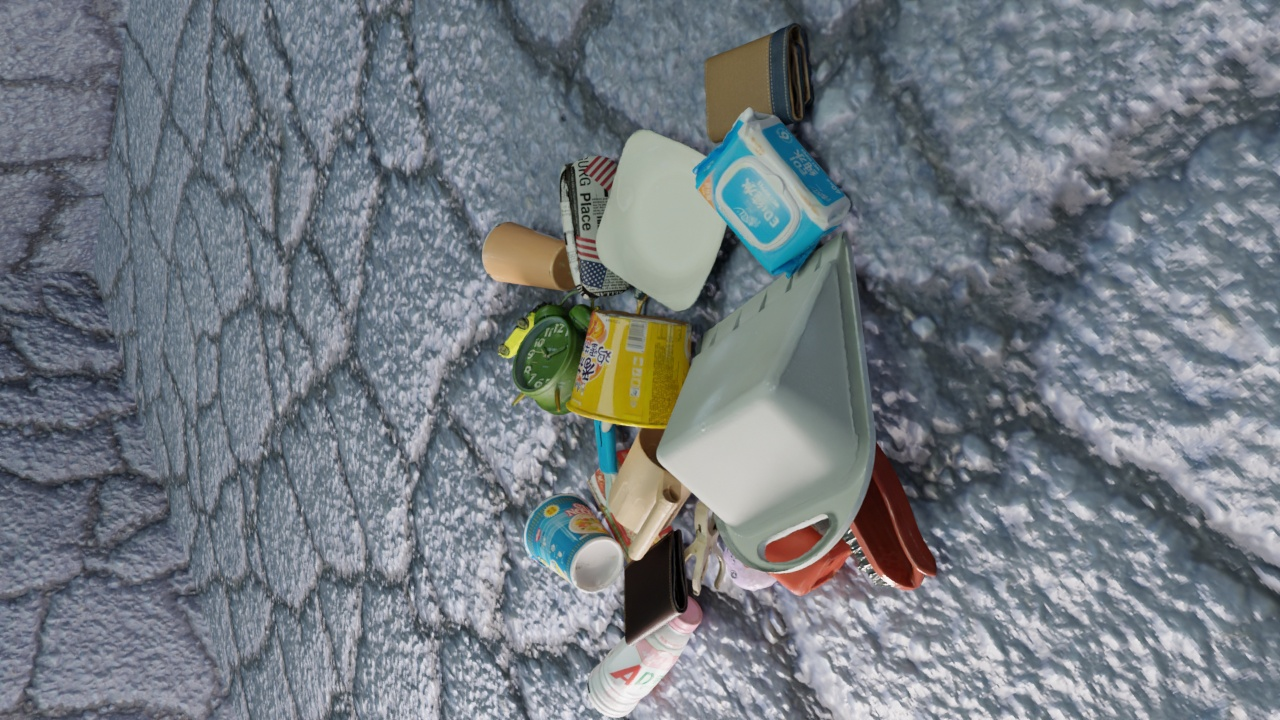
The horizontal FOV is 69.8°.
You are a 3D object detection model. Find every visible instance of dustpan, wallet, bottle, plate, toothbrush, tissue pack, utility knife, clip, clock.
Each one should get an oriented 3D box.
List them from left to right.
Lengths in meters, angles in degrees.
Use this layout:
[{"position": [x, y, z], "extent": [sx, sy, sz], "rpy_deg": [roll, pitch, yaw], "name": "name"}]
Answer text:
[{"position": [-0.095, -0.013, 1.110], "extent": [0.116, 0.056, 0.161], "rpy_deg": [3, 69, 46], "name": "clock"}, {"position": [-0.042, 0.088, 1.090], "extent": [0.034, 0.018, 0.191], "rpy_deg": [-26, 64, 48], "name": "utility knife"}, {"position": [-0.019, -0.006, 1.055], "extent": [0.016, 0.018, 0.191], "rpy_deg": [22, 103, 31], "name": "toothbrush"}, {"position": [0.006, 0.344, 1.076], "extent": [0.068, 0.068, 0.197], "rpy_deg": [54, 129, 27], "name": "bottle"}, {"position": [0.013, 0.252, 1.016], "extent": [0.123, 0.020, 0.096], "rpy_deg": [-48, 35, 47], "name": "wallet"}, {"position": [0.030, -0.149, 0.976], "extent": [0.164, 0.034, 0.164], "rpy_deg": [36, 118, 33], "name": "plate"}, {"position": [0.079, 0.204, 1.007], "extent": [0.035, 0.082, 0.104], "rpy_deg": [17, 87, 47], "name": "clip"}, {"position": [0.109, -0.262, 0.881], "extent": [0.115, 0.033, 0.090], "rpy_deg": [-2, 93, 49], "name": "wallet"}, {"position": [0.118, -0.152, 0.844], "extent": [0.140, 0.063, 0.090], "rpy_deg": [51, 132, 7], "name": "tissue pack"}, {"position": [0.130, 0.052, 0.840], "extent": [0.142, 0.256, 0.223], "rpy_deg": [42, 136, -11], "name": "dustpan"}]

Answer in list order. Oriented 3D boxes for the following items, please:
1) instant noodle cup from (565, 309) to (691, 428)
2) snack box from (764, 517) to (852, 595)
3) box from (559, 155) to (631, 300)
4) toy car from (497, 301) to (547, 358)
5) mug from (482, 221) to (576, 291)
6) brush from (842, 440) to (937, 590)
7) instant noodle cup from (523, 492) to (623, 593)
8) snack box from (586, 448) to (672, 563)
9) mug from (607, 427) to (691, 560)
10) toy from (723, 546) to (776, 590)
[{"position": [-0.006, 0.006, 0.987], "extent": [0.138, 0.137, 0.110], "rpy_deg": [14, 98, 46], "name": "instant noodle cup"}, {"position": [0.151, 0.169, 0.863], "extent": [0.080, 0.091, 0.082], "rpy_deg": [41, 115, 26], "name": "snack box"}, {"position": [-0.047, -0.154, 1.061], "extent": [0.088, 0.076, 0.163], "rpy_deg": [-5, 90, 27], "name": "box"}, {"position": [-0.149, -0.035, 1.200], "extent": [0.032, 0.048, 0.105], "rpy_deg": [45, 132, 0], "name": "toy car"}, {"position": [-0.129, -0.126, 1.143], "extent": [0.123, 0.078, 0.078], "rpy_deg": [17, 109, 40], "name": "mug"}, {"position": [0.209, 0.134, 0.812], "extent": [0.145, 0.063, 0.069], "rpy_deg": [64, 149, 16], "name": "brush"}, {"position": [-0.075, 0.225, 1.105], "extent": [0.110, 0.099, 0.099], "rpy_deg": [26, 116, 55], "name": "instant noodle cup"}, {"position": [-0.006, 0.188, 1.091], "extent": [0.075, 0.025, 0.153], "rpy_deg": [-49, 61, 41], "name": "snack box"}, {"position": [0.017, 0.142, 0.996], "extent": [0.124, 0.084, 0.104], "rpy_deg": [-84, 17, -52], "name": "mug"}, {"position": [0.115, 0.184, 0.946], "extent": [0.084, 0.038, 0.108], "rpy_deg": [-6, 90, 27], "name": "toy"}]
